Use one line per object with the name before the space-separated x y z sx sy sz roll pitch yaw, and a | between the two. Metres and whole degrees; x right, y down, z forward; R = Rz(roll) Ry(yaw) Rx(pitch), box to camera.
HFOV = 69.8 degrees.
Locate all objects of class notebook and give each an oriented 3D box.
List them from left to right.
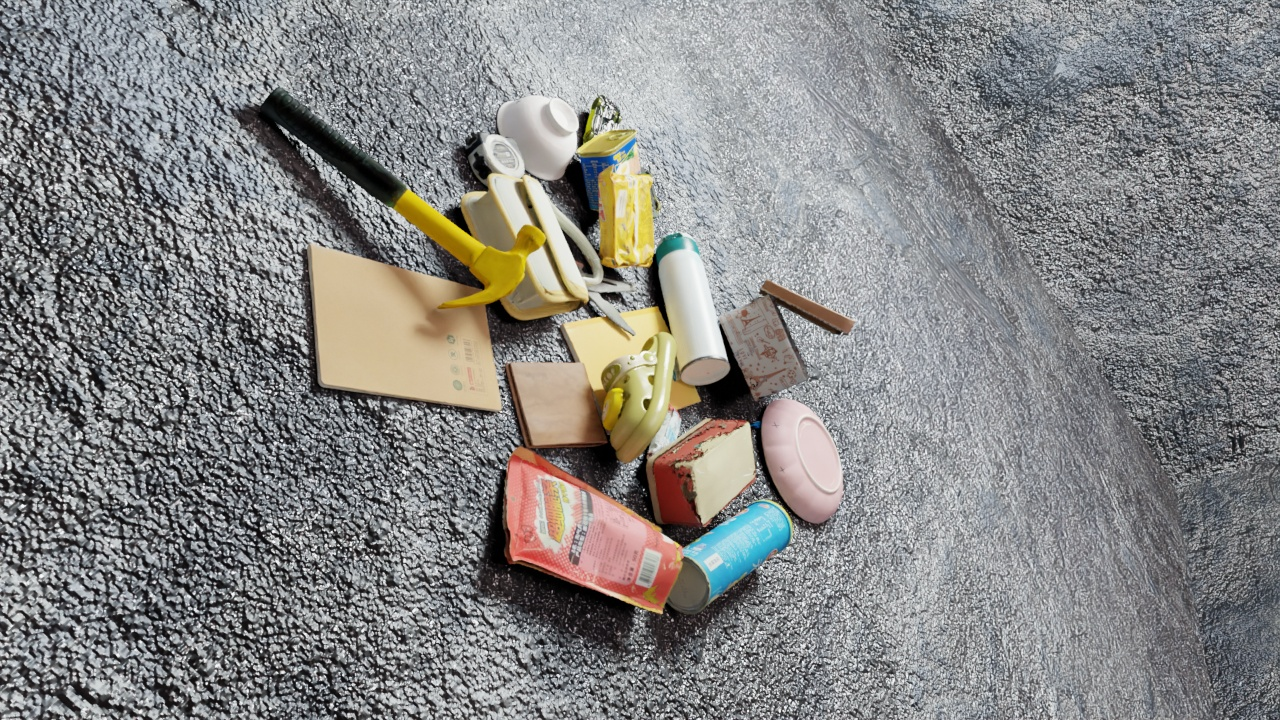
notebook | -0.230 -0.028 0.915 0.207 0.008 0.147 12 57 -47
notebook | -0.007 0.007 1.165 0.205 0.010 0.146 -16 79 -54

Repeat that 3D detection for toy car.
toy car | -0.058 -0.331 1.314 0.048 0.032 0.105 30 57 -36
toy car | -0.001 -0.242 1.319 0.043 0.036 0.091 13 58 -45

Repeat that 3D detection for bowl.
bowl | -0.120 -0.301 1.188 0.118 0.065 0.118 29 47 -36

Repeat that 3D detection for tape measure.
tape measure | -0.174 -0.239 1.106 0.065 0.034 0.066 -1 65 -49

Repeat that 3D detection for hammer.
hammer | -0.245 -0.164 0.926 0.300 0.033 0.128 38 72 -15

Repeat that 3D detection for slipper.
slipper | -0.011 0.034 1.074 0.081 0.092 0.190 24 44 -8

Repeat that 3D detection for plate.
plate | 0.249 0.142 1.357 0.192 0.039 0.192 31 46 -39

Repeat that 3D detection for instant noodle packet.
instant noodle packet | -0.019 -0.183 1.180 0.110 0.044 0.128 -14 106 -61

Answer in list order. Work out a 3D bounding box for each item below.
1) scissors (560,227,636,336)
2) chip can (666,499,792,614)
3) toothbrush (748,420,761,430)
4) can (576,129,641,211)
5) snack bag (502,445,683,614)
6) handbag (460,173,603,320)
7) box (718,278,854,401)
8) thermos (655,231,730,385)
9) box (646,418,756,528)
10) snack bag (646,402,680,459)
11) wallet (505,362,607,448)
scissors | -0.085 -0.105 1.133 0.225 0.015 0.188 52 37 -8
chip can | 0.105 0.231 1.099 0.209 0.071 0.071 -17 80 -53
toothbrush | 0.134 0.098 1.278 0.189 0.016 0.014 -7 66 -55
can | -0.038 -0.257 1.241 0.101 0.057 0.083 -52 139 -52
snack bag | -0.053 0.182 0.949 0.207 0.073 0.128 30 41 -29
handbag | -0.107 -0.137 1.072 0.178 0.063 0.163 -13 77 -56
box | 0.212 -0.049 1.287 0.181 0.166 0.150 -28 96 -79
thermos | 0.067 -0.077 1.257 0.073 0.073 0.224 22 46 -42
box | 0.085 0.132 1.113 0.167 0.078 0.091 -28 112 -55
snack bag | 0.030 0.094 1.131 0.048 0.026 0.104 54 40 -38
wallet | -0.093 0.049 1.024 0.115 0.020 0.101 1 64 -48
